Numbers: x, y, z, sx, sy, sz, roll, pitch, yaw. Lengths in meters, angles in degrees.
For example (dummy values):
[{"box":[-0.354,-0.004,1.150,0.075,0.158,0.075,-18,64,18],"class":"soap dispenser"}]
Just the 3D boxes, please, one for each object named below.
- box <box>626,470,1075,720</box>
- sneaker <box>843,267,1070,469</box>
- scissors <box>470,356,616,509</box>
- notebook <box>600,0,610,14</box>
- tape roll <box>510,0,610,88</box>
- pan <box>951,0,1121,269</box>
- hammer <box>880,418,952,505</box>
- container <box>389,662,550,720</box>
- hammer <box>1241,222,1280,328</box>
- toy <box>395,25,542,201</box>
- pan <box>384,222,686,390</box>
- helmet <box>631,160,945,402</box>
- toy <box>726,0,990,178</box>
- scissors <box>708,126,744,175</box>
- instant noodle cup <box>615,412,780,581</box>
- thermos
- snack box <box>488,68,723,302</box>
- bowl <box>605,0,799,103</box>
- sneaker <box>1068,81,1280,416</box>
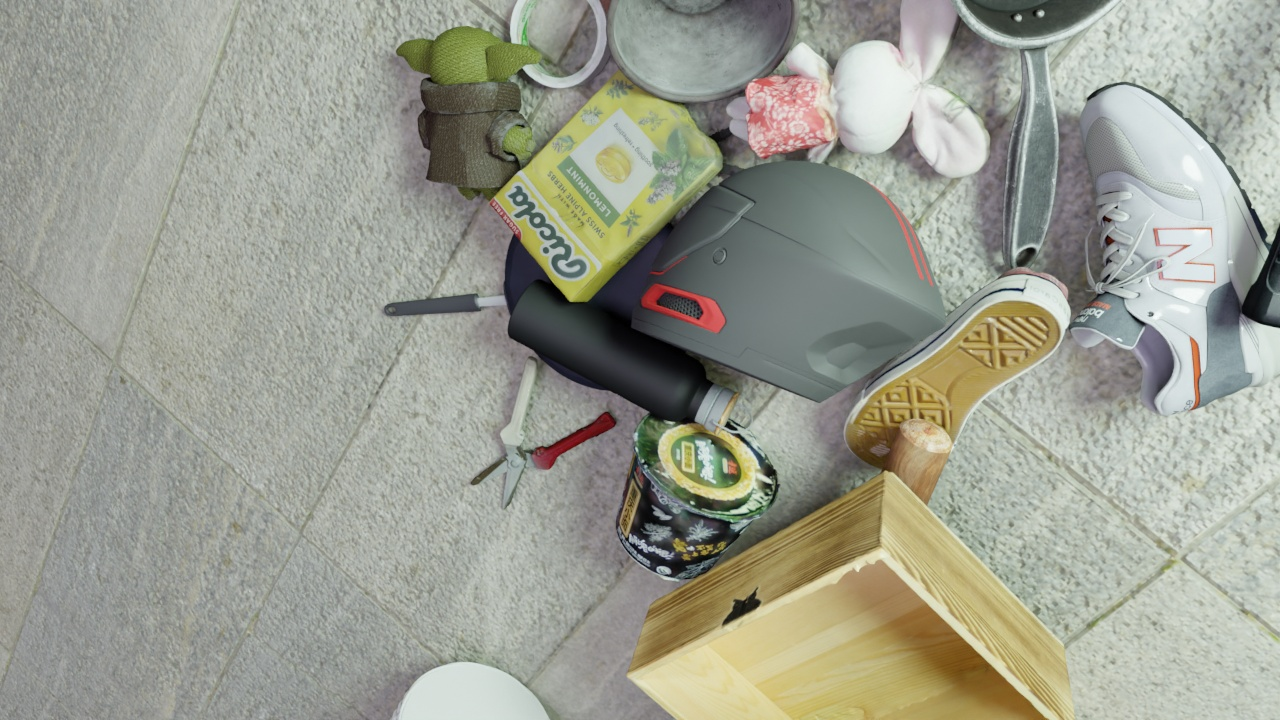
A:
[{"box":[0.162,0.306,0.704,0.269,0.262,0.280,42,123,-14],"class":"box"},{"box":[0.244,0.002,0.726,0.118,0.087,0.242,31,139,-2],"class":"sneaker"},{"box":[-0.109,0.077,0.940,0.195,0.015,0.179,-5,116,20],"class":"scissors"},{"box":[0.038,-0.389,0.716,0.226,0.024,0.167,-23,99,28],"class":"notebook"},{"box":[-0.069,-0.286,0.801,0.094,0.018,0.094,8,110,22],"class":"tape roll"},{"box":[0.274,-0.226,0.629,0.187,0.055,0.357,-15,126,-13],"class":"pan"},{"box":[0.189,0.165,0.791,0.158,0.037,0.302,25,130,14],"class":"hammer"},{"box":[-0.214,0.472,1.028,0.189,0.188,0.187,36,117,9],"class":"container"},{"box":[0.427,-0.181,0.535,0.025,0.117,0.333,17,105,19],"class":"hammer"},{"box":[-0.150,-0.219,0.825,0.179,0.078,0.153,16,115,35],"class":"toy"},{"box":[-0.112,-0.059,0.891,0.357,0.021,0.199,-2,110,26],"class":"pan"},{"box":[0.114,-0.067,0.705,0.265,0.164,0.170,25,93,49],"class":"helmet"},{"box":[0.158,-0.197,0.695,0.195,0.084,0.159,-9,116,28],"class":"toy"},{"box":[0.017,-0.172,0.805,0.157,0.012,0.169,39,119,7],"class":"scissors"},{"box":[0.042,0.125,0.837,0.137,0.136,0.112,31,127,11],"class":"instant noodle cup"},{"box":[-0.005,0.005,0.819,0.231,0.061,0.061,27,116,11],"class":"thermos"},{"box":[-0.029,-0.152,0.783,0.181,0.045,0.121,-42,80,18],"class":"snack box"},{"box":[0.045,-0.276,0.706,0.145,0.067,0.145,-2,147,-2],"class":"bowl"},{"box":[0.349,-0.062,0.631,0.124,0.089,0.240,-37,93,-2],"class":"sneaker"}]
